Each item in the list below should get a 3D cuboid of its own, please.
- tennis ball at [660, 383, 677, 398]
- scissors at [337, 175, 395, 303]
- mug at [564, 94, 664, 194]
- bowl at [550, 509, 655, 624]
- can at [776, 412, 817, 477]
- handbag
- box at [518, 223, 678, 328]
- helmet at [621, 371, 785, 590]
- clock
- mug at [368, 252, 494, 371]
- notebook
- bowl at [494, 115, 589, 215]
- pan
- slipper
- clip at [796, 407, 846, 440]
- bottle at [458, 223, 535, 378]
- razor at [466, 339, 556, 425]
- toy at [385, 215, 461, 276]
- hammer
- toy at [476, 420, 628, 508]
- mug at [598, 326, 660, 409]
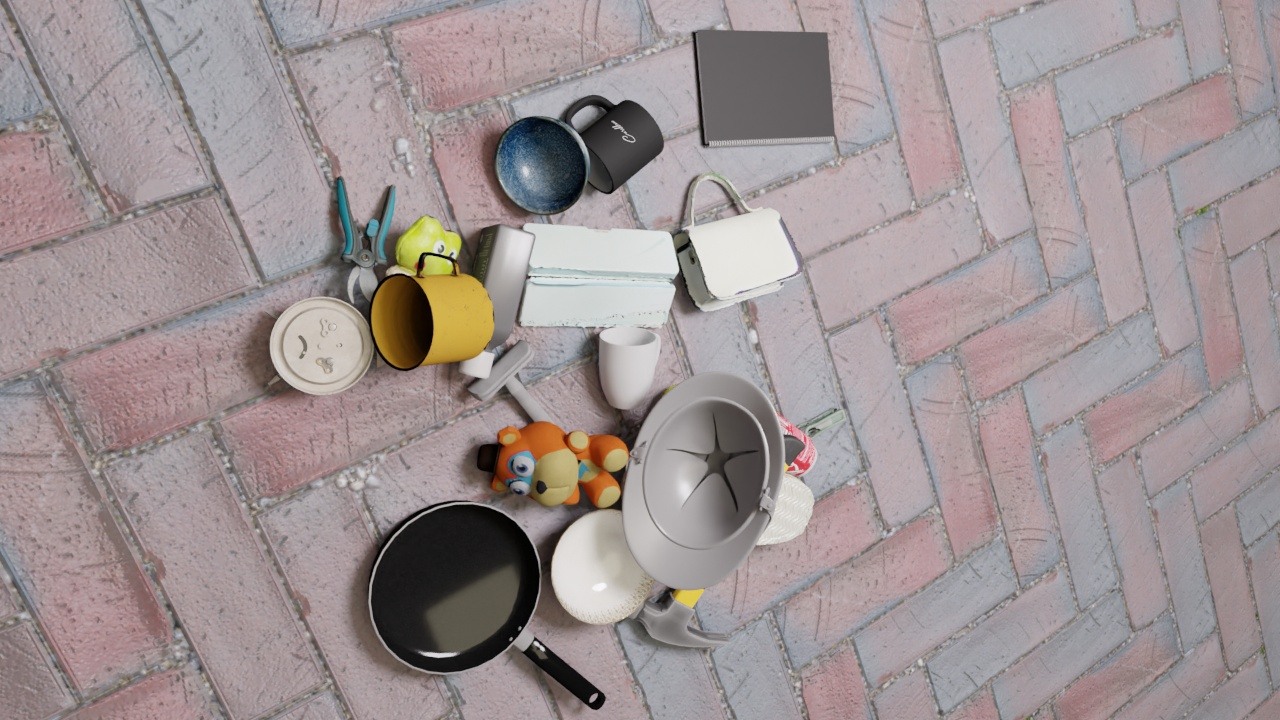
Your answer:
[{"bbox_3d":[0.056,0.062,1.187,0.065,0.065,0.065,-2,95,-25],"label":"tennis ball"},{"bbox_3d":[-0.304,-0.141,1.009,0.124,0.019,0.155,43,60,-10],"label":"scissors"},{"bbox_3d":[-0.040,-0.272,1.115,0.087,0.078,0.113,-42,84,-17],"label":"mug"},{"bbox_3d":[-0.055,0.252,1.152,0.145,0.063,0.145,-2,94,-26],"label":"bowl"},{"bbox_3d":[0.188,0.112,1.255,0.104,0.064,0.064,37,79,-23],"label":"can"},{"bbox_3d":[0.112,-0.162,1.205,0.151,0.074,0.176,-19,83,-24],"label":"handbag"},{"bbox_3d":[-0.053,-0.103,1.138,0.197,0.074,0.126,1,114,-22],"label":"box"},{"bbox_3d":[0.085,0.140,1.133,0.183,0.117,0.271,20,100,13],"label":"helmet"},{"bbox_3d":[-0.325,-0.017,1.004,0.156,0.061,0.103,-3,92,-18],"label":"clock"},{"bbox_3d":[-0.219,-0.055,0.979,0.094,0.101,0.124,-10,115,-53],"label":"mug"},{"bbox_3d":[0.170,-0.365,1.235,0.206,0.016,0.149,-8,97,-25],"label":"notebook"},{"bbox_3d":[-0.108,-0.233,1.080,0.114,0.060,0.114,6,115,14],"label":"bowl"},{"bbox_3d":[-0.171,0.316,1.113,0.355,0.044,0.203,46,75,-21],"label":"pan"},{"bbox_3d":[0.101,0.181,1.225,0.272,0.054,0.114,10,94,-17],"label":"slipper"},{"bbox_3d":[0.256,0.091,1.307,0.075,0.043,0.023,-26,103,-23],"label":"clip"},{"bbox_3d":[-0.173,-0.067,1.059,0.046,0.084,0.174,14,89,-23],"label":"bottle"},{"bbox_3d":[-0.141,0.047,1.110,0.088,0.047,0.116,-44,118,-16],"label":"razor"},{"bbox_3d":[-0.249,-0.101,1.028,0.118,0.043,0.092,-59,158,-2],"label":"toy"},{"bbox_3d":[0.115,0.236,1.201,0.170,0.034,0.324,31,96,-20],"label":"hammer"},{"bbox_3d":[-0.106,0.123,1.096,0.176,0.096,0.112,11,125,1],"label":"toy"},{"bbox_3d":[-0.007,0.007,1.159,0.107,0.071,0.089,-26,125,-51],"label":"mug"}]
